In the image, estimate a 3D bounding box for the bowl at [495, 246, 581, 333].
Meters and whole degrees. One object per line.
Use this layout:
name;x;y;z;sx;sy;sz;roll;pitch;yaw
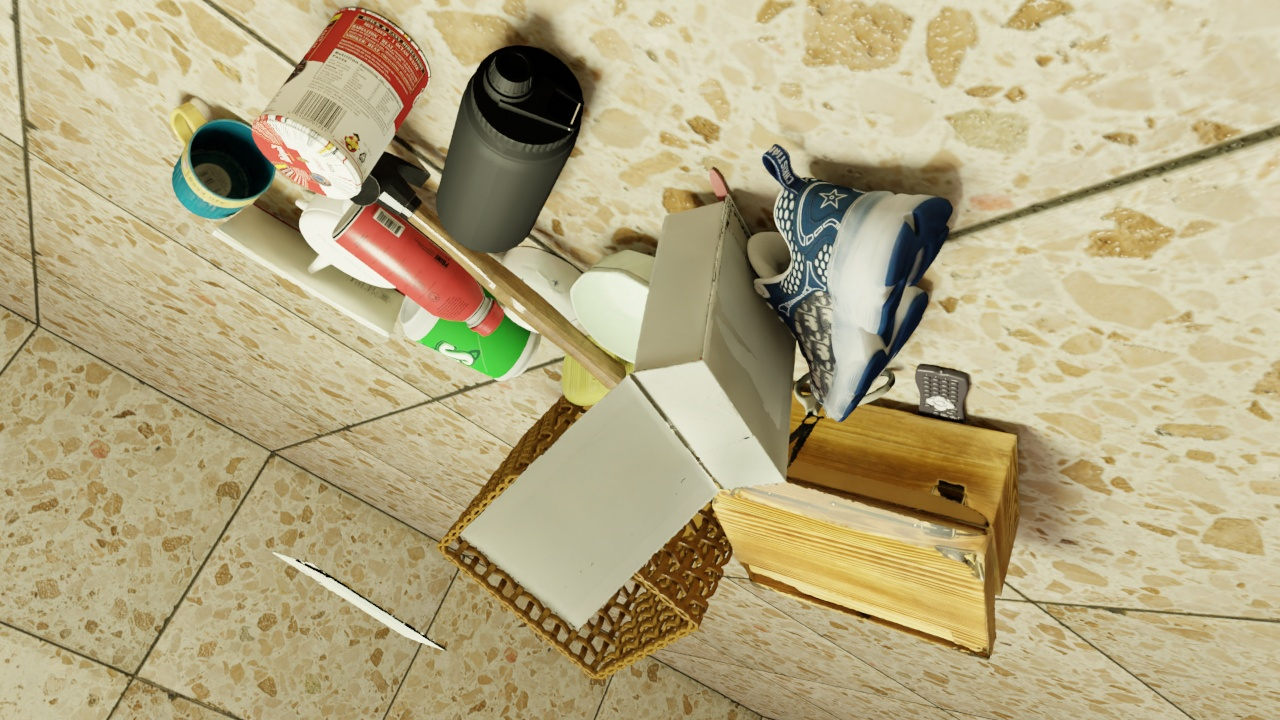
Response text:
bowl;-0.104;-0.065;0.942;0.105;0.054;0.105;22;156;10

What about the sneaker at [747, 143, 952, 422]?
sneaker;0.141;-0.053;0.704;0.132;0.103;0.270;32;160;20

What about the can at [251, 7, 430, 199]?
can;-0.227;-0.195;0.702;0.087;0.116;0.087;21;157;9

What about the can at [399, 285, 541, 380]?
can;-0.185;-0.040;1.008;0.139;0.087;0.088;28;158;-31

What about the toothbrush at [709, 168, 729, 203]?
toothbrush;0.087;-0.090;0.751;0.015;0.015;0.184;3;147;28

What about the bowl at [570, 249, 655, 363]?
bowl;0.001;-0.055;0.835;0.117;0.061;0.118;23;145;17

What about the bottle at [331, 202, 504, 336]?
bottle;-0.209;-0.087;0.891;0.176;0.062;0.062;40;153;-26

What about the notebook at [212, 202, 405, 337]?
notebook;-0.370;-0.107;1.055;0.208;0.012;0.153;33;-167;-17

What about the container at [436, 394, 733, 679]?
container;-0.045;0.185;1.075;0.251;0.213;0.220;41;134;-6

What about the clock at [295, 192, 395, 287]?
clock;-0.293;-0.127;0.967;0.161;0.072;0.125;1;147;44

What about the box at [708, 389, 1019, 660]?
box;0.232;0.155;0.943;0.280;0.167;0.245;13;154;29

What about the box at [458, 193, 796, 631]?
box;-0.008;0.111;0.659;0.119;0.477;0.166;12;151;40

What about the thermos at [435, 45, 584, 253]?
thermos;-0.100;-0.159;0.694;0.086;0.086;0.199;29;157;-9

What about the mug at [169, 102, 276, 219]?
mug;-0.442;-0.208;0.948;0.107;0.083;0.113;-6;121;55

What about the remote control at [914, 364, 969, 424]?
remote control;0.278;0.041;0.847;0.046;0.009;0.124;13;154;25

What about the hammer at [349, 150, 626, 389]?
hammer;-0.132;-0.076;0.842;0.305;0.040;0.132;40;-169;-20

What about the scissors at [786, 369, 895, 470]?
scissors;0.156;0.045;0.822;0.154;0.163;0.012;-129;16;-67

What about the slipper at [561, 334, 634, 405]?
slipper;-0.006;0.006;0.950;0.081;0.091;0.191;17;157;-38
